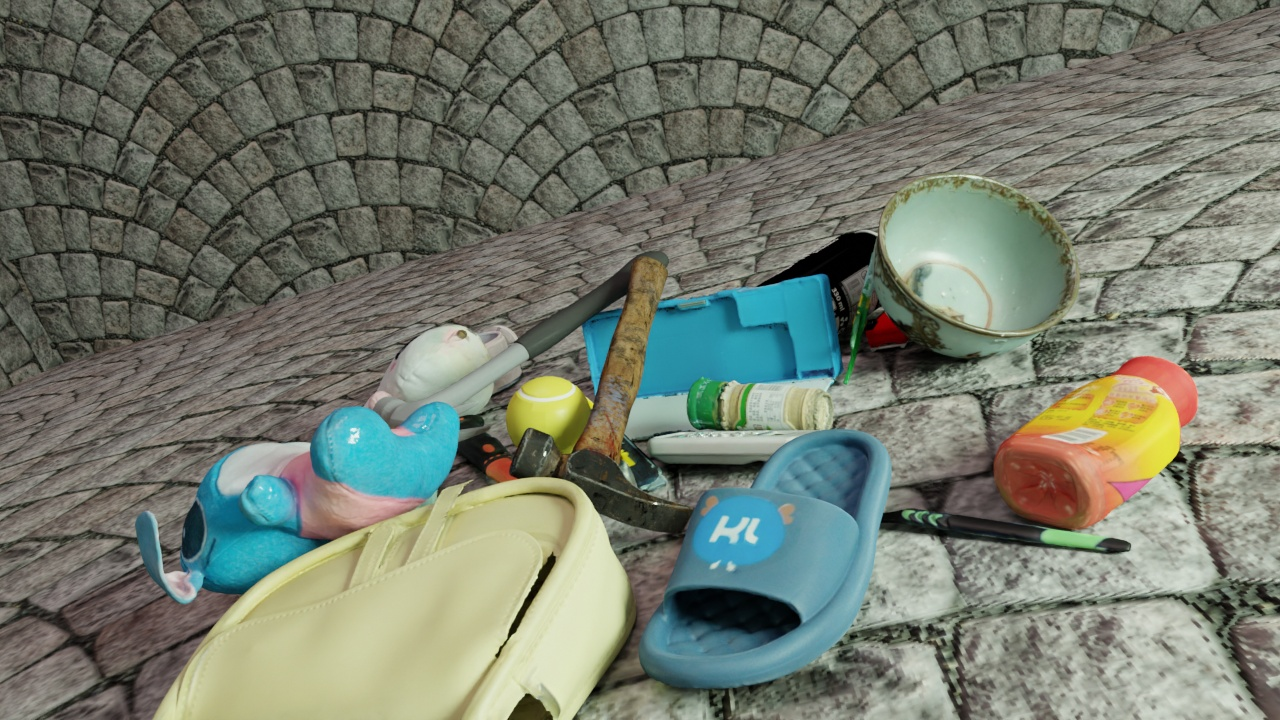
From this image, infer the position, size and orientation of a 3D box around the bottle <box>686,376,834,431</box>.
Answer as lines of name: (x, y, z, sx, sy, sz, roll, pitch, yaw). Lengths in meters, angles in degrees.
bottle: (0.091, 0.037, 0.702, 0.110, 0.043, 0.042, 3, 24, 32)

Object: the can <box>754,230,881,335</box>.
can: (0.173, -0.062, 0.874, 0.145, 0.080, 0.080, -31, 20, -24)

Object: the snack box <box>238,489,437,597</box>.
snack box: (-0.237, 0.119, 0.745, 0.141, 0.044, 0.193, -22, 21, -4)

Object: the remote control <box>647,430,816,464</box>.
remote control: (0.069, 0.064, 0.673, 0.134, 0.022, 0.050, -4, 0, 39)

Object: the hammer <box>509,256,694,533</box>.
hammer: (-0.005, 0.004, 0.714, 0.120, 0.033, 0.329, 24, 32, -6)

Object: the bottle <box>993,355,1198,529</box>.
bottle: (0.259, 0.041, 0.512, 0.134, 0.048, 0.072, -27, 19, -31)

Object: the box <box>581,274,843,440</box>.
box: (0.042, 0.003, 0.804, 0.244, 0.114, 0.113, -8, 5, 31)

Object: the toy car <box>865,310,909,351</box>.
toy car: (0.239, -0.037, 0.846, 0.038, 0.025, 0.089, -9, 15, 37)

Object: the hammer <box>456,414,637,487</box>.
hammer: (-0.124, 0.090, 0.790, 0.133, 0.033, 0.333, -23, 16, -18)

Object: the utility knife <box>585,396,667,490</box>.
utility knife: (-0.023, 0.067, 0.742, 0.028, 0.020, 0.174, -40, 31, -9)

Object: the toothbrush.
toothbrush: (0.168, 0.088, 0.509, 0.188, 0.017, 0.014, 0, 32, 43)

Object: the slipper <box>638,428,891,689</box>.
slipper: (0.076, 0.093, 0.490, 0.104, 0.059, 0.213, -1, 28, 36)

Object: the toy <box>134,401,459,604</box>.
toy: (-0.207, 0.083, 0.604, 0.192, 0.099, 0.223, -28, -1, 21)

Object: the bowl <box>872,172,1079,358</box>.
bowl: (0.258, -0.063, 0.750, 0.159, 0.160, 0.094, -22, -25, -19)

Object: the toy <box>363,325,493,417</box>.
toy: (-0.233, 0.039, 0.961, 0.179, 0.101, 0.139, -37, -8, -7)

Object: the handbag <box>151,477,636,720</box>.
handbag: (-0.128, 0.148, 0.487, 0.233, 0.088, 0.190, -13, 19, 14)

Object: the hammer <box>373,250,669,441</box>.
hammer: (-0.088, -0.020, 0.826, 0.310, 0.029, 0.125, -36, 27, -28)

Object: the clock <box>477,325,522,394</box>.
clock: (-0.204, 0.003, 1.112, 0.117, 0.059, 0.157, -15, 15, 8)

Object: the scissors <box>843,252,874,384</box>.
scissors: (0.189, -0.041, 0.781, 0.012, 0.112, 0.130, 13, 24, 13)

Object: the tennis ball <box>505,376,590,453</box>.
tennis ball: (-0.070, 0.045, 0.701, 0.065, 0.065, 0.065, -16, 16, 4)
